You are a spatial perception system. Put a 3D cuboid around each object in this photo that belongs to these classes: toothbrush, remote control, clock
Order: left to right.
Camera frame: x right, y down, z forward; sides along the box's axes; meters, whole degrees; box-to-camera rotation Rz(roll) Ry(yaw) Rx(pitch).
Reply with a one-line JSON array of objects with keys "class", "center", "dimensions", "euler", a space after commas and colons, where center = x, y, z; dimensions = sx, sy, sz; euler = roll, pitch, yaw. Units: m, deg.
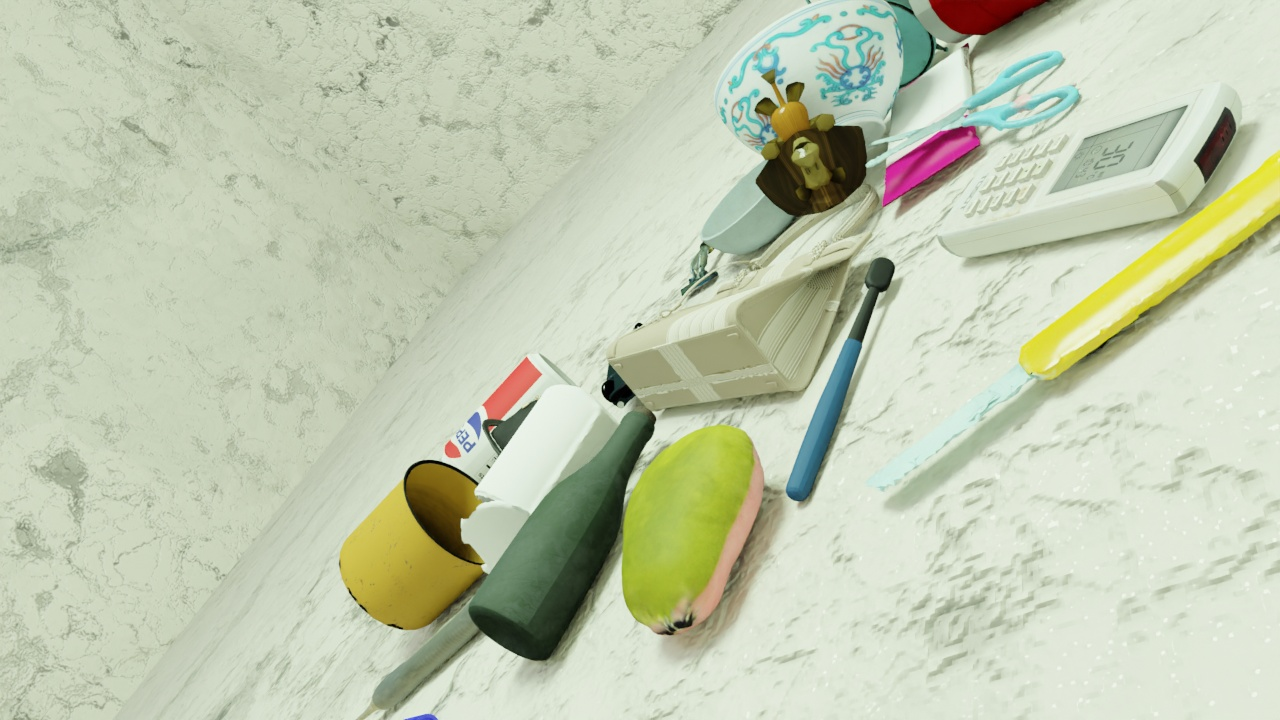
[{"class": "toothbrush", "center": [-0.170, 0.231, 0.661], "dimensions": [0.186, 0.022, 0.024], "euler": [-44, 13, 17]}, {"class": "toothbrush", "center": [0.105, 0.005, 0.476], "dimensions": [0.014, 0.014, 0.167], "euler": [95, -160, -54]}, {"class": "clock", "center": [0.186, -0.275, 0.744], "dimensions": [0.090, 0.124, 0.053], "euler": [-26, 35, 53]}, {"class": "remote control", "center": [0.197, -0.081, 0.419], "dimensions": [0.060, 0.025, 0.139], "euler": [-52, 16, -16]}]

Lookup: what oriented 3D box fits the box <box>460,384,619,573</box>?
[{"class": "box", "center": [-0.065, 0.087, 0.624], "dimensions": [0.089, 0.080, 0.143], "euler": [9, 57, 50]}]

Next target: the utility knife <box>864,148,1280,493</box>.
[{"class": "utility knife", "center": [0.173, -0.019, 0.345], "dimensions": [0.224, 0.019, 0.030], "euler": [-38, 11, 16]}]

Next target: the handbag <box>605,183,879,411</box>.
[{"class": "handbag", "center": [0.093, -0.055, 0.620], "dimensions": [0.197, 0.062, 0.176], "euler": [-45, 13, -23]}]

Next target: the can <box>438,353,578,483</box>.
[{"class": "can", "center": [-0.116, 0.061, 0.836], "dimensions": [0.132, 0.070, 0.070], "euler": [-47, 15, 1]}]

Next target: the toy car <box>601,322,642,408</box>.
[{"class": "toy car", "center": [-0.004, 0.004, 0.740], "dimensions": [0.046, 0.034, 0.112], "euler": [-43, 15, 16]}]

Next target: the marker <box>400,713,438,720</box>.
[{"class": "marker", "center": [-0.174, 0.255, 0.614], "dimensions": [0.142, 0.020, 0.020], "euler": [-32, 22, 45]}]

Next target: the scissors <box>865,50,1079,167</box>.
[{"class": "scissors", "center": [0.205, -0.159, 0.568], "dimensions": [0.141, 0.015, 0.111], "euler": [0, 42, 44]}]

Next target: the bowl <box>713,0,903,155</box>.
[{"class": "bowl", "center": [0.134, -0.186, 0.672], "dimensions": [0.144, 0.074, 0.144], "euler": [-19, -17, -6]}]

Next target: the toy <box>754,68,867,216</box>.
[{"class": "toy", "center": [0.107, -0.148, 0.613], "dimensions": [0.076, 0.100, 0.062], "euler": [-25, 5, 17]}]

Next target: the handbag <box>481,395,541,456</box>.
[{"class": "handbag", "center": [-0.075, 0.060, 0.739], "dimensions": [0.079, 0.054, 0.128], "euler": [-43, 26, -7]}]

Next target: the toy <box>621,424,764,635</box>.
[{"class": "toy", "center": [0.021, 0.083, 0.448], "dimensions": [0.090, 0.051, 0.109], "euler": [-36, 21, 43]}]

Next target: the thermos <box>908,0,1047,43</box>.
[{"class": "thermos", "center": [0.267, -0.285, 0.605], "dimensions": [0.107, 0.084, 0.199], "euler": [-30, 8, -30]}]

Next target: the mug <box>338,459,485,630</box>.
[{"class": "mug", "center": [-0.165, 0.148, 0.729], "dimensions": [0.094, 0.100, 0.123], "euler": [-45, -25, 18]}]

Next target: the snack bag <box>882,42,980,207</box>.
[{"class": "snack bag", "center": [0.202, -0.168, 0.640], "dimensions": [0.070, 0.016, 0.196], "euler": [-32, 21, 33]}]

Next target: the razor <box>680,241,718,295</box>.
[{"class": "razor", "center": [0.074, -0.116, 0.850], "dimensions": [0.043, 0.022, 0.143], "euler": [-28, 25, 49]}]

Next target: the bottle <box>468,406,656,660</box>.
[{"class": "bottle", "center": [-0.036, 0.096, 0.566], "dimensions": [0.055, 0.055, 0.173], "euler": [-27, 24, 53]}]

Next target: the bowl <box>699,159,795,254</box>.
[{"class": "bowl", "center": [0.101, -0.127, 0.768], "dimensions": [0.106, 0.039, 0.106], "euler": [-43, 16, 15]}]
